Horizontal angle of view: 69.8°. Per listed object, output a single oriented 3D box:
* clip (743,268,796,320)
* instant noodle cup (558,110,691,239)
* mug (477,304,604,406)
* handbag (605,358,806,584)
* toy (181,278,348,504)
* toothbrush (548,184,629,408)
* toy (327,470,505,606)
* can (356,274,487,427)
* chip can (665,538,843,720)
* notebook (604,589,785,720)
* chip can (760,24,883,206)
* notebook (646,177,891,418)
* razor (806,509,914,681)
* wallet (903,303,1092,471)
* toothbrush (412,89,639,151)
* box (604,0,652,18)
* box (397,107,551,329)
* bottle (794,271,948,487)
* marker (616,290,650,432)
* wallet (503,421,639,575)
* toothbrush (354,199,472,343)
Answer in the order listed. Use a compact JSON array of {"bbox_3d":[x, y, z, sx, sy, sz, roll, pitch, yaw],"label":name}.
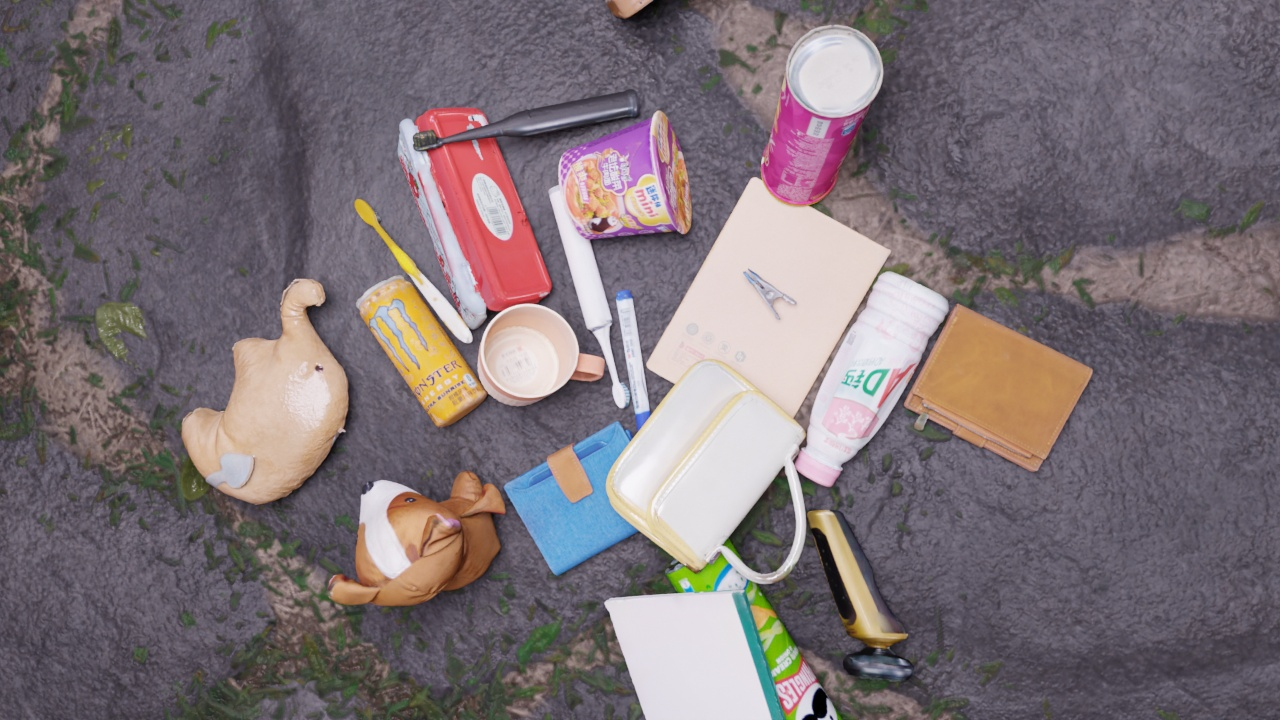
[{"bbox_3d":[0.118,-0.065,0.847,0.057,0.024,0.028,44,100,2],"label":"clip"},{"bbox_3d":[-0.015,-0.160,0.836,0.099,0.111,0.111,-11,89,16],"label":"instant noodle cup"},{"bbox_3d":[-0.092,0.001,0.841,0.114,0.106,0.081,8,81,-12],"label":"mug"},{"bbox_3d":[0.077,0.105,0.805,0.179,0.063,0.163,37,79,15],"label":"handbag"},{"bbox_3d":[-0.348,0.033,0.898,0.143,0.082,0.226,34,93,-2],"label":"toy"},{"bbox_3d":[-0.046,-0.061,0.878,0.027,0.026,0.221,-17,88,33],"label":"toothbrush"},{"bbox_3d":[-0.196,0.156,0.818,0.140,0.199,0.130,-40,89,5],"label":"toy"},{"bbox_3d":[-0.211,-0.008,0.887,0.058,0.058,0.146,-36,86,7],"label":"can"},{"bbox_3d":[0.111,0.274,0.839,0.072,0.072,0.236,-33,86,7],"label":"chip can"},{"bbox_3d":[0.059,0.308,0.830,0.151,0.012,0.209,-14,97,35],"label":"notebook"},{"bbox_3d":[0.143,-0.192,0.752,0.071,0.210,0.071,0,82,3],"label":"chip can"},{"bbox_3d":[0.118,-0.048,0.864,0.148,0.008,0.208,30,95,7],"label":"notebook"},{"bbox_3d":[0.193,0.214,0.836,0.067,0.062,0.167,-18,82,-22],"label":"razor"},{"bbox_3d":[0.316,0.030,0.823,0.131,0.035,0.119,28,95,8],"label":"wallet"},{"bbox_3d":[-0.104,-0.220,0.845,0.212,0.027,0.026,-14,62,-14],"label":"toothbrush"},{"bbox_3d":[0.028,-0.386,0.803,0.182,0.150,0.168,-39,68,7],"label":"box"},{"bbox_3d":[-0.175,-0.133,0.882,0.100,0.095,0.201,-25,86,44],"label":"box"},{"bbox_3d":[0.201,0.020,0.826,0.068,0.068,0.197,29,99,7],"label":"bottle"},{"bbox_3d":[-0.005,0.005,0.878,0.017,0.017,0.146,-9,89,8],"label":"marker"},{"bbox_3d":[-0.050,0.131,0.878,0.133,0.040,0.106,-29,91,7],"label":"wallet"},{"bbox_3d":[-0.221,-0.088,0.896,0.016,0.018,0.191,-44,77,14],"label":"toothbrush"}]
